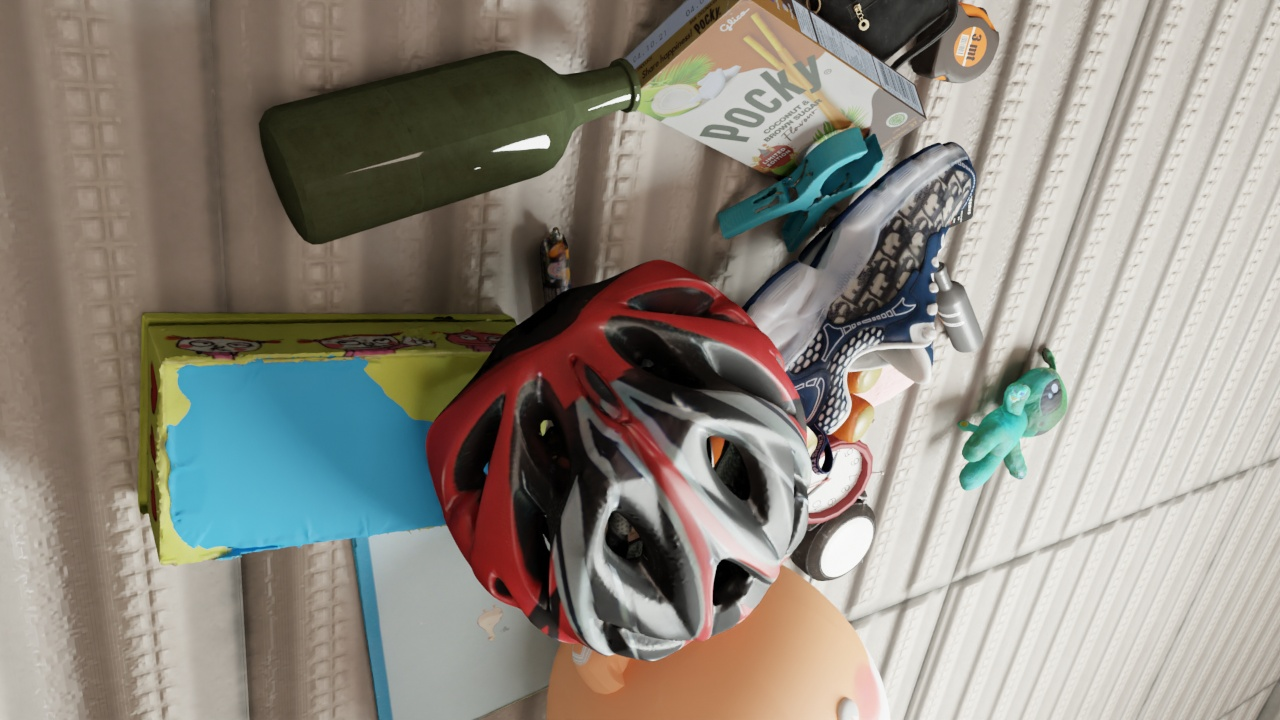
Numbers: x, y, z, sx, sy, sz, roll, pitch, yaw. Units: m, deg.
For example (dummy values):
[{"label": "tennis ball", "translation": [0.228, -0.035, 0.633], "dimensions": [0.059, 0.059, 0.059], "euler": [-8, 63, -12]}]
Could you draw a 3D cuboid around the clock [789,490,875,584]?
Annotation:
[{"label": "clock", "translation": [0.189, 0.168, 0.892], "dimensions": [0.091, 0.044, 0.123], "euler": [-24, 127, -23]}]

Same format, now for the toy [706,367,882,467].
[{"label": "toy", "translation": [0.106, 0.041, 0.730], "dimensions": [0.176, 0.096, 0.112], "euler": [-11, 136, -4]}]

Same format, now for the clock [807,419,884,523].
[{"label": "clock", "translation": [0.147, 0.102, 0.816], "dimensions": [0.137, 0.048, 0.096], "euler": [-28, 129, -10]}]

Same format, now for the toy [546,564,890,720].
[{"label": "toy", "translation": [0.056, 0.270, 0.709], "dimensions": [0.262, 0.266, 0.281], "euler": [-37, 119, -27]}]

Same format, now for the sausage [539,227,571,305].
[{"label": "sausage", "translation": [-0.054, -0.020, 0.627], "dimensions": [0.020, 0.020, 0.155], "euler": [-20, 125, -26]}]

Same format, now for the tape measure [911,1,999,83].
[{"label": "tape measure", "translation": [0.240, -0.245, 0.703], "dimensions": [0.058, 0.038, 0.058], "euler": [-1, 116, -20]}]

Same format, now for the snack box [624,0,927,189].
[{"label": "snack box", "translation": [0.089, -0.173, 0.596], "dimensions": [0.185, 0.031, 0.101], "euler": [15, 146, -40]}]

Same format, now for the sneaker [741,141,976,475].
[{"label": "sneaker", "translation": [0.174, -0.044, 0.671], "dimensions": [0.269, 0.132, 0.103], "euler": [-43, 177, -18]}]

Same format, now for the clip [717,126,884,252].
[{"label": "clip", "translation": [0.127, -0.118, 0.655], "dimensions": [0.103, 0.027, 0.120], "euler": [1, 153, -37]}]

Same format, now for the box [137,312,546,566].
[{"label": "box", "translation": [-0.168, 0.037, 0.537], "dimensions": [0.220, 0.080, 0.124], "euler": [-3, 112, -31]}]

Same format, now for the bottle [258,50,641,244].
[{"label": "bottle", "translation": [-0.094, -0.127, 0.503], "dimensions": [0.206, 0.071, 0.071], "euler": [-23, 126, -24]}]

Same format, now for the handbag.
[{"label": "handbag", "translation": [0.167, -0.251, 0.635], "dimensions": [0.128, 0.054, 0.079], "euler": [-40, 127, -8]}]

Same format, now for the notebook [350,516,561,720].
[{"label": "notebook", "translation": [-0.121, 0.179, 0.698], "dimensions": [0.180, 0.009, 0.254], "euler": [-15, 123, -29]}]

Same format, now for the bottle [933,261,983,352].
[{"label": "bottle", "translation": [0.290, -0.052, 0.850], "dimensions": [0.030, 0.030, 0.113], "euler": [-46, 132, -6]}]

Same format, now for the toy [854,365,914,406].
[{"label": "toy", "translation": [0.207, -0.004, 0.793], "dimensions": [0.108, 0.053, 0.105], "euler": [-23, 144, -20]}]

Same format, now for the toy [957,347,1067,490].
[{"label": "toy", "translation": [0.392, 0.061, 0.968], "dimensions": [0.192, 0.072, 0.131], "euler": [-34, 132, -28]}]

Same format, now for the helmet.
[{"label": "helmet", "translation": [0.004, 0.074, 0.536], "dimensions": [0.217, 0.167, 0.272], "euler": [-38, 142, -9]}]

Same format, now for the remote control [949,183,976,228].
[{"label": "remote control", "translation": [0.236, -0.120, 0.783], "dimensions": [0.146, 0.015, 0.033], "euler": [-24, 126, -24]}]
